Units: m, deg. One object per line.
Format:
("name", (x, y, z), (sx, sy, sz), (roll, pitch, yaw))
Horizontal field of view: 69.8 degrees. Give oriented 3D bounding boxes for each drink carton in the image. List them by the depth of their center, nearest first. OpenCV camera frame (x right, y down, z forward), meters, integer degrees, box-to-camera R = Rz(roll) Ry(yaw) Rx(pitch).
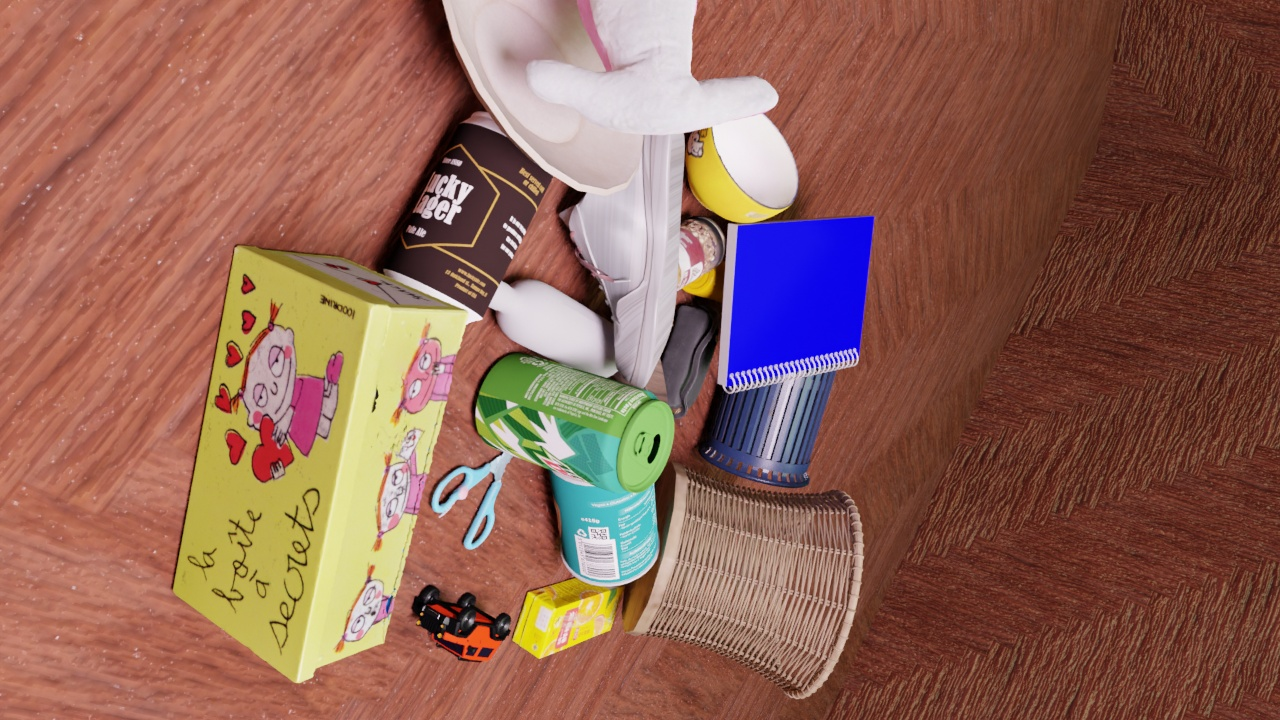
("drink carton", (-0.072, 0.264, 0.959), (0.134, 0.043, 0.058), (5, 106, -60))

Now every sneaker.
("sneaker", (-0.019, -0.096, 0.751), (0.099, 0.089, 0.236), (-44, 139, -73))

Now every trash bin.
("trash bin", (0.169, 0.011, 1.099), (0.139, 0.139, 0.250), (-2, 109, -59))

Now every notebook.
("notebook", (0.166, -0.062, 0.964), (0.208, 0.022, 0.172), (-10, 110, -38))

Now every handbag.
("handbag", (0.054, 0.002, 0.983), (0.079, 0.054, 0.128), (19, 90, -65))

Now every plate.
("plate", (-0.065, -0.191, 0.594), (0.188, 0.027, 0.188), (33, 47, -43))

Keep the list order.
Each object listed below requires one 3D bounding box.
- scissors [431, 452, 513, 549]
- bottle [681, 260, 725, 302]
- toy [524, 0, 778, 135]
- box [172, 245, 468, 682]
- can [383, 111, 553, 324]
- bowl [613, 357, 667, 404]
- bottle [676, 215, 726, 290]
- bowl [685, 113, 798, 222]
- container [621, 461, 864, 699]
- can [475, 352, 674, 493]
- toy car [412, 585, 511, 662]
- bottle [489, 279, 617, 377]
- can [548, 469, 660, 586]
("scissors", (-0.127, 0.109, 0.791), (0.138, 0.015, 0.118), (-34, 136, -42))
("bottle", (0.090, -0.084, 0.993), (0.143, 0.043, 0.043), (8, 103, -61))
("toy", (0.000, -0.247, 0.614), (0.128, 0.186, 0.265), (108, -20, -64))
("box", (-0.190, 0.056, 0.533), (0.079, 0.124, 0.221), (0, 111, -59))
("can", (-0.113, -0.093, 0.610), (0.128, 0.072, 0.072), (-64, 151, -7))
("bowl", (-0.005, 0.005, 0.869), (0.119, 0.032, 0.119), (-12, 89, -80))
("bottle", (0.031, -0.096, 0.870), (0.105, 0.056, 0.056), (-34, 137, -46))
("bowl", (0.088, -0.182, 0.877), (0.117, 0.068, 0.117), (19, 58, -34))
("container", (0.101, 0.227, 0.994), (0.227, 0.196, 0.227), (-165, -88, -83))
("can", (-0.053, 0.049, 0.728), (0.082, 0.144, 0.083), (-32, 130, -49))
("toy car", (-0.154, 0.229, 0.785), (0.048, 0.051, 0.100), (-65, 152, -9))
("bottle", (-0.075, -0.031, 0.738), (0.195, 0.052, 0.052), (29, 84, -61))
("can", (-0.034, 0.129, 0.870), (0.099, 0.099, 0.144), (-43, 143, -38))
